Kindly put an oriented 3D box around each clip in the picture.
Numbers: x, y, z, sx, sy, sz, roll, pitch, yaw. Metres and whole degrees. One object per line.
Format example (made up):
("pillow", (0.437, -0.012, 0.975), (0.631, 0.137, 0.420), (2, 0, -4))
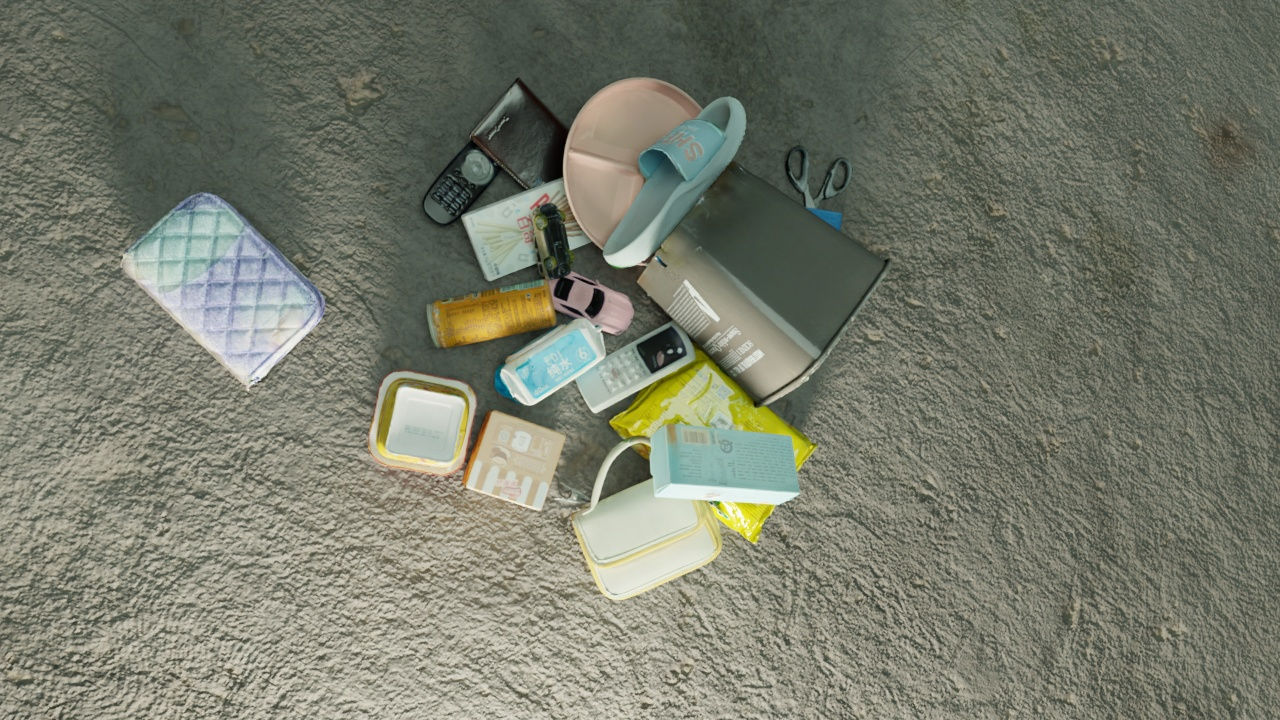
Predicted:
("clip", (-0.078, 0.170, 1.138), (0.056, 0.024, 0.029), (22, 86, -11))

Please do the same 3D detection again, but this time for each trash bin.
("trash bin", (0.133, -0.092, 1.081), (0.220, 0.199, 0.198), (39, 70, -1))

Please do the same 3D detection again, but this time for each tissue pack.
("tissue pack", (-0.109, 0.000, 1.103), (0.140, 0.090, 0.063), (-34, 96, -13))

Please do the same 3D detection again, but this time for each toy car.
("toy car", (-0.109, -0.143, 1.101), (0.042, 0.035, 0.090), (-27, 112, -52))
("toy car", (-0.065, -0.074, 1.145), (0.122, 0.037, 0.056), (22, 84, -14))

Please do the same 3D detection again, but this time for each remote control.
("remote control", (-0.007, 0.007, 1.135), (0.150, 0.021, 0.058), (-29, 63, 1))
("remote control", (-0.213, -0.221, 1.117), (0.053, 0.024, 0.136), (41, 75, -15))

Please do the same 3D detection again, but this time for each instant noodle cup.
("instant noodle cup", (-0.247, 0.072, 1.046), (0.116, 0.124, 0.116), (12, 85, -14))

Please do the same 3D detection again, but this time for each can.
("can", (-0.176, -0.055, 1.091), (0.146, 0.058, 0.058), (-12, 91, -3))

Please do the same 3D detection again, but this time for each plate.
("plate", (0.004, -0.234, 1.147), (0.229, 0.028, 0.229), (-4, 98, -28))

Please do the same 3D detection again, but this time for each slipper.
("slipper", (0.029, -0.218, 1.091), (0.074, 0.104, 0.245), (39, 84, -28))

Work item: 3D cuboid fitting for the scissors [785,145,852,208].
("scissors", (0.231, -0.209, 1.239), (0.173, 0.014, 0.159), (-35, 97, -12))

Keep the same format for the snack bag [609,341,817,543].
("snack bag", (0.098, 0.096, 1.165), (0.246, 0.068, 0.158), (40, 79, -9))

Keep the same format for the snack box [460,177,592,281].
("snack box", (-0.132, -0.165, 1.127), (0.156, 0.027, 0.085), (-23, 109, -14))

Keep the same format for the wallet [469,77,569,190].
("wallet", (-0.137, -0.268, 1.127), (0.122, 0.020, 0.096), (42, 80, -24))

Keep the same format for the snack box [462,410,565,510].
("snack box", (-0.152, 0.118, 1.093), (0.092, 0.077, 0.094), (20, 82, -13))

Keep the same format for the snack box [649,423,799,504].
("snack box", (0.099, 0.124, 1.080), (0.174, 0.052, 0.074), (7, 63, -21))

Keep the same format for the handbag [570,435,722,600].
("handbag", (-0.002, 0.183, 1.105), (0.163, 0.063, 0.179), (-24, 102, 3))

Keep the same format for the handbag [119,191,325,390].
("handbag", (-0.458, -0.081, 1.024), (0.134, 0.075, 0.194), (-44, 97, -8))

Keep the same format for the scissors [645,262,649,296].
("scissors", (0.064, -0.104, 1.176), (0.135, 0.017, 0.105), (-31, 113, -23))

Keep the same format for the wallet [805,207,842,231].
("wallet", (0.214, -0.137, 1.215), (0.106, 0.040, 0.133), (5, 91, -19))
